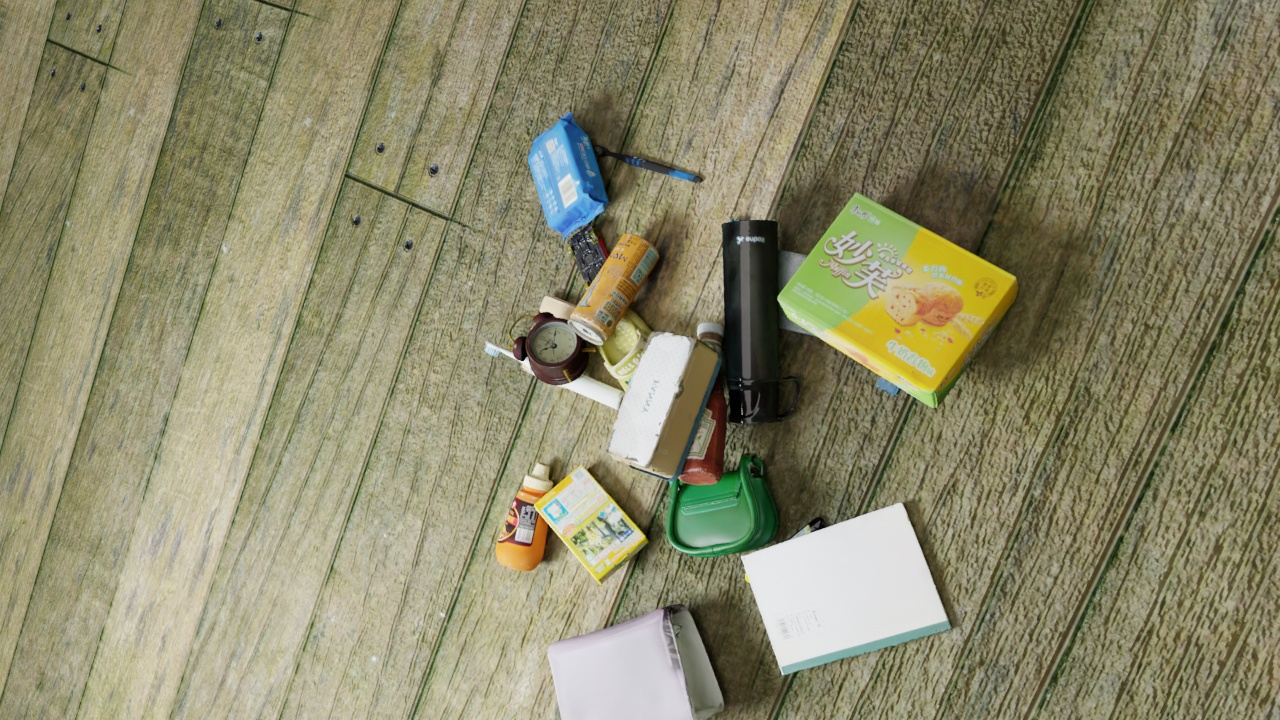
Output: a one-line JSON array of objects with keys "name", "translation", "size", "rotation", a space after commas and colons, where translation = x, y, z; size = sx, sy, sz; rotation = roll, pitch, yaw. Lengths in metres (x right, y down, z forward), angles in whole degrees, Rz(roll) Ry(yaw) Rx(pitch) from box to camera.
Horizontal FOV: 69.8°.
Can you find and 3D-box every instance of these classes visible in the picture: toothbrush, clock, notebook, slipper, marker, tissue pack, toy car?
[{"name": "toothbrush", "translation": [-0.121, 0.016, 1.270], "size": [0.221, 0.026, 0.026], "rotation": [22, 101, 17]}, {"name": "clock", "translation": [-0.124, -0.019, 1.241], "size": [0.122, 0.055, 0.082], "rotation": [32, 72, 18]}, {"name": "notebook", "translation": [0.237, 0.271, 1.080], "size": [0.209, 0.012, 0.150], "rotation": [-23, 77, 21]}, {"name": "slipper", "translation": [-0.007, 0.007, 1.203], "size": [0.092, 0.081, 0.190], "rotation": [-48, 64, 21]}, {"name": "toothbrush", "translation": [0.002, -0.268, 1.249], "size": [0.190, 0.016, 0.014], "rotation": [23, 106, 27]}, {"name": "marker", "translation": [0.177, 0.233, 1.126], "size": [0.124, 0.015, 0.018], "rotation": [-43, 73, 17]}, {"name": "tissue pack", "translation": [-0.100, -0.257, 1.275], "size": [0.095, 0.052, 0.157], "rotation": [-29, 74, 42]}, {"name": "toy car", "translation": [-0.063, -0.133, 1.267], "size": [0.049, 0.031, 0.106], "rotation": [-33, 70, 24]}]

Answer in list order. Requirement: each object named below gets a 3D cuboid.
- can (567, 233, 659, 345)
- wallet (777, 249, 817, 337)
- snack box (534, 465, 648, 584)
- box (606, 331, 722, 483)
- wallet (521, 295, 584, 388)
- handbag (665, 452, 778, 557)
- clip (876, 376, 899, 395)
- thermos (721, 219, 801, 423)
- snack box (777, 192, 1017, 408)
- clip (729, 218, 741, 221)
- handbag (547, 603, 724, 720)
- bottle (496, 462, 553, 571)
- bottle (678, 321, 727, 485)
[{"name": "can", "translation": [-0.034, -0.094, 1.205], "size": [0.058, 0.058, 0.145], "rotation": [24, 73, 28]}, {"name": "wallet", "translation": [0.213, -0.077, 1.121], "size": [0.121, 0.019, 0.097], "rotation": [16, 97, 27]}, {"name": "snack box", "translation": [-0.067, 0.219, 1.230], "size": [0.087, 0.034, 0.140], "rotation": [-41, 65, -10]}, {"name": "box", "translation": [0.026, 0.058, 1.100], "size": [0.090, 0.059, 0.184], "rotation": [15, 82, 47]}, {"name": "wallet", "translation": [-0.120, -0.028, 1.300], "size": [0.087, 0.024, 0.115], "rotation": [22, 99, 23]}, {"name": "handbag", "translation": [0.097, 0.183, 1.139], "size": [0.132, 0.068, 0.120], "rotation": [-18, 70, 28]}, {"name": "clip", "translation": [0.298, 0.011, 1.068], "size": [0.027, 0.045, 0.058], "rotation": [29, 92, 30]}, {"name": "thermos", "translation": [0.146, -0.046, 1.117], "size": [0.090, 0.068, 0.242], "rotation": [-3, 92, -5]}, {"name": "snack box", "translation": [0.284, -0.069, 1.027], "size": [0.210, 0.070, 0.157], "rotation": [36, 87, 25]}, {"name": "clip", "translation": [0.121, -0.155, 1.178], "size": [0.039, 0.013, 0.056], "rotation": [5, 91, 28]}, {"name": "handbag", "translation": [-0.010, 0.405, 1.171], "size": [0.197, 0.098, 0.145], "rotation": [-25, 77, 26]}, {"name": "bottle", "translation": [-0.155, 0.216, 1.286], "size": [0.067, 0.066, 0.149], "rotation": [13, 87, 29]}, {"name": "bottle", "translation": [0.080, 0.050, 1.139], "size": [0.060, 0.059, 0.205], "rotation": [-6, 65, 28]}]
